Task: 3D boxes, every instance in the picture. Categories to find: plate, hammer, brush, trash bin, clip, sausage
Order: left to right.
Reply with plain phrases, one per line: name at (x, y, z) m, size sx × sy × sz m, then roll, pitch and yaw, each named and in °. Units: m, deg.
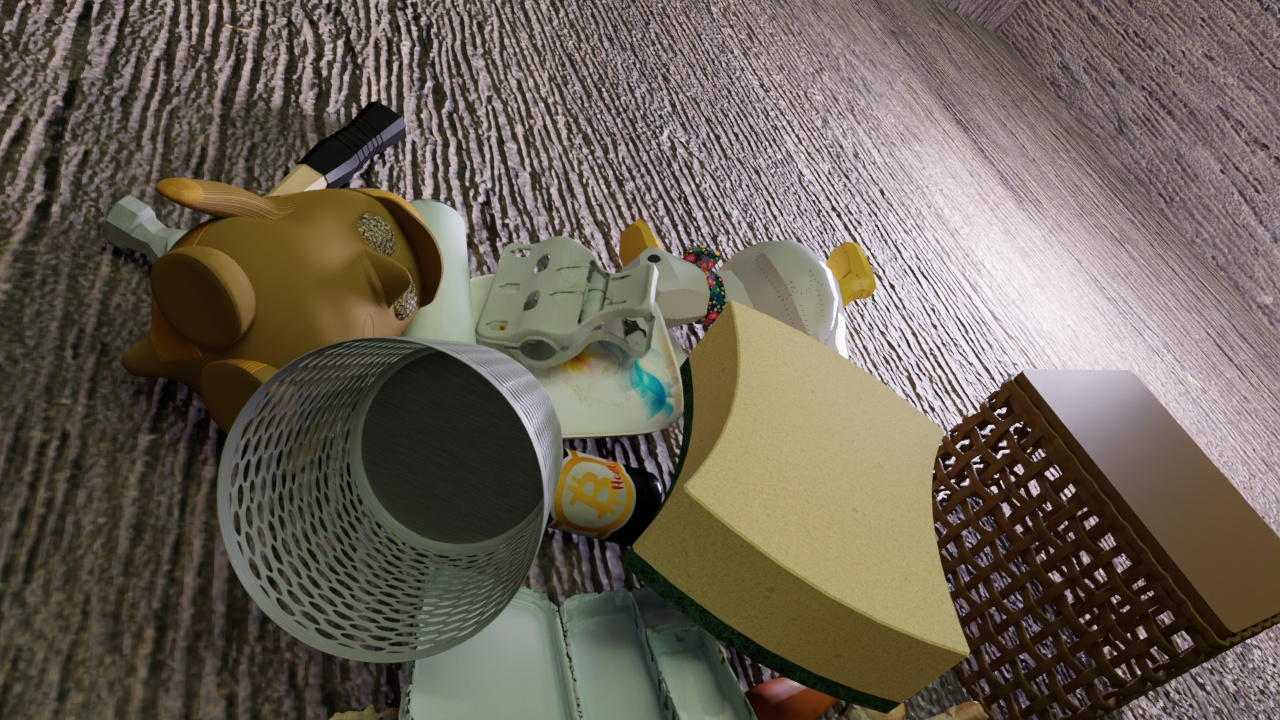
hammer at (-0.285, -0.145, 0.771) m, size 0.131 × 0.039 × 0.327 m, roll 32°, pitch 36°, yaw -8°
trash bin at (-0.123, 0.063, 0.525) m, size 0.156 × 0.156 × 0.183 m, roll 36°, pitch 3°, yaw -1°
brush at (-0.062, 0.238, 0.515) m, size 0.271 × 0.057 × 0.083 m, roll 12°, pitch 46°, yaw -30°
plate at (-0.064, -0.005, 0.775) m, size 0.186 × 0.016 × 0.186 m, roll -1°, pitch 48°, yaw -16°
clip at (-0.057, -0.049, 0.770) m, size 0.144 × 0.075 × 0.124 m, roll 8°, pitch 48°, yaw 0°
brush at (0.110, 0.086, 0.623) m, size 0.195 × 0.075 × 0.249 m, roll 31°, pitch 34°, yaw -7°
sausage at (0.129, 0.238, 0.686) m, size 0.163 × 0.039 × 0.044 m, roll -15°, pitch 54°, yaw -47°

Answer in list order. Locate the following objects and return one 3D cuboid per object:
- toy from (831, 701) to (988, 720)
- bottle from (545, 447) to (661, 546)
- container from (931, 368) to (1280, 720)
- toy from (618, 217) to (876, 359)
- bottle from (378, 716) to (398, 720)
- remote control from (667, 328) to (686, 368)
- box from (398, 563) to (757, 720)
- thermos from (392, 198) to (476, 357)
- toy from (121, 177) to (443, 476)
toy at (0.195, 0.273, 0.677) m, size 0.106 × 0.074 × 0.085 m, roll 9°, pitch -9°, yaw 20°
bottle at (-0.076, 0.088, 0.665) m, size 0.181 × 0.059 × 0.059 m, roll 18°, pitch 40°, yaw -23°
container at (0.392, 0.169, 0.827) m, size 0.219 × 0.215 × 0.251 m, roll 1°, pitch 49°, yaw -39°
toy at (0.112, -0.050, 0.908) m, size 0.267 × 0.141 × 0.246 m, roll -8°, pitch 51°, yaw -34°
bottle at (-0.082, 0.206, 0.451) m, size 0.130 × 0.040 × 0.040 m, roll 22°, pitch 39°, yaw -18°
remote control at (0.020, -0.015, 0.900) m, size 0.045 × 0.008 × 0.146 m, roll 2°, pitch 48°, yaw -37°
box at (-0.040, 0.174, 0.525) m, size 0.192 × 0.061 × 0.210 m, roll 3°, pitch 8°, yaw -12°
thermos at (-0.164, -0.032, 0.720) m, size 0.067 × 0.068 × 0.229 m, roll 14°, pitch 41°, yaw -28°
toy at (-0.211, -0.047, 0.610) m, size 0.163 × 0.199 × 0.202 m, roll 1°, pitch 28°, yaw 27°
